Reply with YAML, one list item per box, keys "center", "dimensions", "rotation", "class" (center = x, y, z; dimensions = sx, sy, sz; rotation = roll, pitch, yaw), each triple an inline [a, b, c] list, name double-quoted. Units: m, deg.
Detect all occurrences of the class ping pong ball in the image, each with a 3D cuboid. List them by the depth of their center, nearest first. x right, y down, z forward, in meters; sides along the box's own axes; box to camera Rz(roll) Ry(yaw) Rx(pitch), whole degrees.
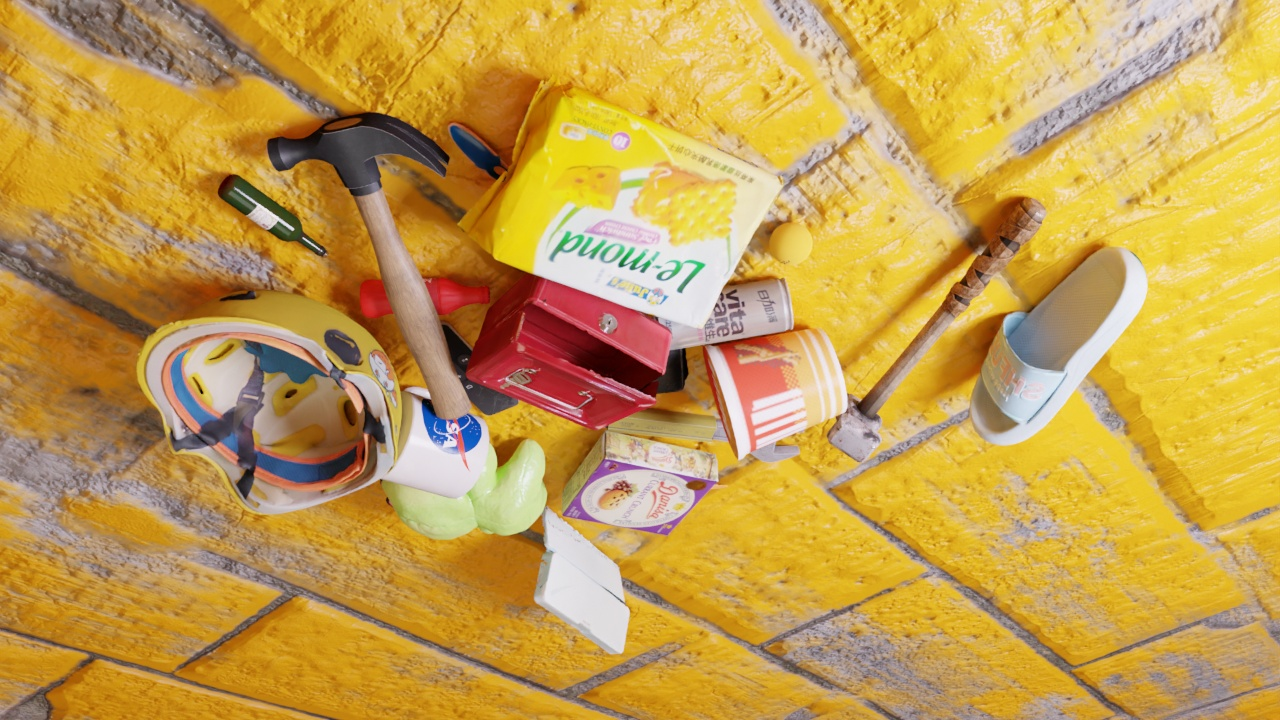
- center: [0.141, -0.110, 0.862]
  dimensions: [0.040, 0.040, 0.040]
  rotation: [-4, 138, -4]
  class: "ping pong ball"

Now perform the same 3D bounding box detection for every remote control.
- center: [-0.184, 0.011, 0.974]
  dimensions: [0.045, 0.008, 0.147]
  rotation: [-21, 136, 15]
  class: "remote control"

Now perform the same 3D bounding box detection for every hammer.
- center: [-0.207, -0.070, 0.823]
  dimensions: [0.132, 0.040, 0.306]
  rotation: [-10, 126, 4]
  class: "hammer"
- center: [0.299, -0.031, 0.940]
  dimensions: [0.049, 0.121, 0.320]
  rotation: [34, 121, 3]
  class: "hammer"

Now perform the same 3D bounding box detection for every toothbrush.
- center: [-0.115, -0.158, 0.793]
  dimensions: [0.022, 0.017, 0.135]
  rotation: [-33, 132, 23]
  class: "toothbrush"

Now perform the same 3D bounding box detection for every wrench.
- center: [0.067, 0.081, 1.076]
  dimensions: [0.273, 0.018, 0.084]
  rotation: [7, 136, -14]
  class: "wrench"

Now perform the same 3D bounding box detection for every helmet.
- center: [-0.336, 0.017, 0.871]
  dimensions: [0.209, 0.139, 0.240]
  rotation: [-23, 123, 17]
  class: "helmet"

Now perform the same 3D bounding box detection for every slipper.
- center: [0.418, -0.018, 0.958]
  dimensions: [0.074, 0.103, 0.246]
  rotation: [15, 127, -20]
  class: "slipper"

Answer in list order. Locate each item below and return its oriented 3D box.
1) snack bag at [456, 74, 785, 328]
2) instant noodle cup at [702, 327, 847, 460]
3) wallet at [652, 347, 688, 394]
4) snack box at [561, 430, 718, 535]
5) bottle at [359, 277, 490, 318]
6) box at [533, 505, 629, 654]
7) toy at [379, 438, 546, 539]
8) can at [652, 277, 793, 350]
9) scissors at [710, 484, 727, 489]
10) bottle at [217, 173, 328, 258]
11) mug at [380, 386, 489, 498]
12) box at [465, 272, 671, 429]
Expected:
- center: [-0.012, -0.133, 0.780]
  dimensions: [0.247, 0.068, 0.160]
  rotation: [18, 120, -26]
  class: "snack bag"
- center: [0.141, 0.027, 0.961]
  dimensions: [0.121, 0.123, 0.123]
  rotation: [-17, 137, -1]
  class: "instant noodle cup"
- center: [-0.006, 0.006, 0.979]
  dimensions: [0.115, 0.026, 0.089]
  rotation: [-8, 139, 1]
  class: "wallet"
- center: [-0.003, 0.150, 1.105]
  dimensions: [0.148, 0.040, 0.144]
  rotation: [14, 139, -19]
  class: "snack box"
- center: [-0.203, -0.060, 0.873]
  dimensions: [0.119, 0.036, 0.036]
  rotation: [-2, 137, -6]
  class: "bottle"
- center: [-0.073, 0.289, 1.197]
  dimensions: [0.041, 0.134, 0.197]
  rotation: [-14, 138, 23]
  class: "box"
- center: [-0.205, 0.155, 1.064]
  dimensions: [0.196, 0.107, 0.150]
  rotation: [-8, 140, -11]
  class: "toy"
- center: [0.080, -0.046, 0.914]
  dimensions: [0.135, 0.054, 0.054]
  rotation: [-9, 138, 3]
  class: "can"
- center: [0.049, 0.166, 1.171]
  dimensions: [0.125, 0.011, 0.128]
  rotation: [1, 139, -6]
  class: "scissors"
- center: [-0.316, -0.122, 0.800]
  dimensions: [0.025, 0.025, 0.106]
  rotation: [-30, 133, 23]
  class: "bottle"
- center: [-0.223, 0.077, 0.958]
  dimensions: [0.090, 0.121, 0.091]
  rotation: [24, 124, -37]
  class: "mug"
- center: [-0.067, -0.007, 0.871]
  dimensions: [0.157, 0.092, 0.130]
  rotation: [26, 146, -26]
  class: "box"
